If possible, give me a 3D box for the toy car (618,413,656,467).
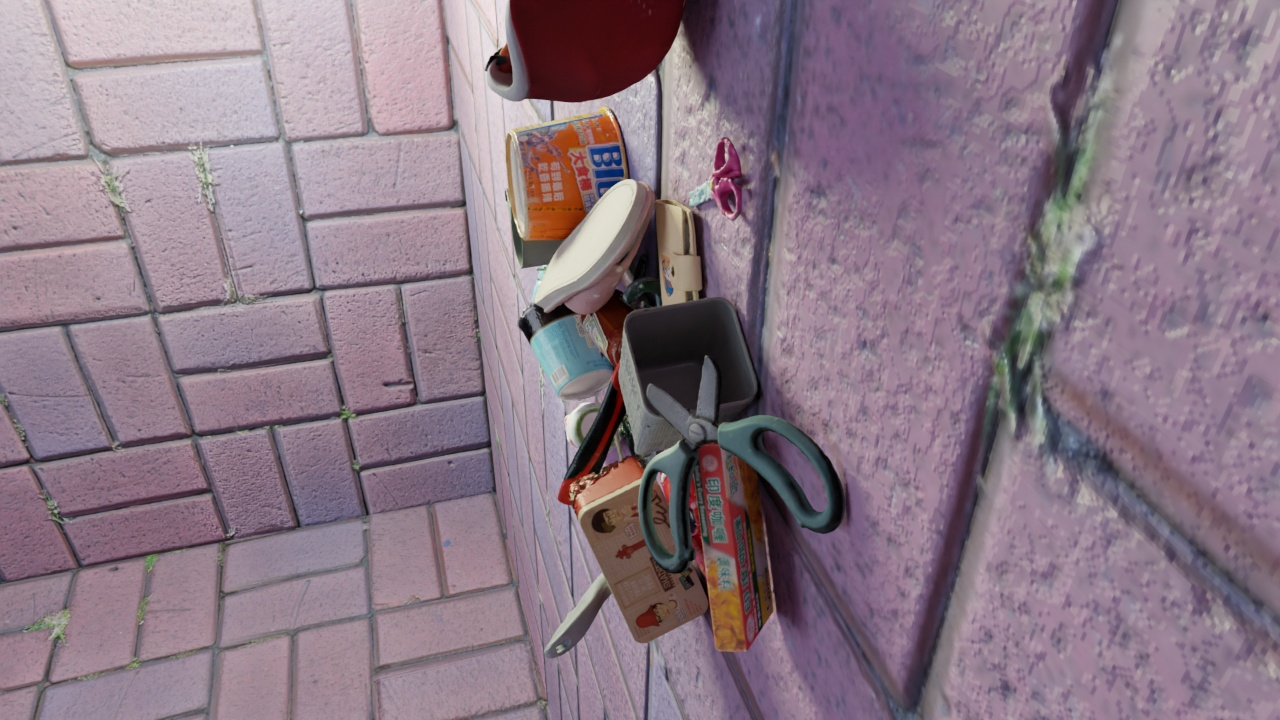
[{"bbox_3d":[-0.001,0.087,1.024,0.090,0.034,0.043,-112,22,-43],"label":"toy car"}]

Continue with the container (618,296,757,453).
[{"bbox_3d":[0.031,0.018,0.745,0.114,0.090,0.090,106,152,-66],"label":"container"}]

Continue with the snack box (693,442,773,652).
[{"bbox_3d":[0.071,0.132,0.699,0.076,0.027,0.156,-20,-77,-66],"label":"snack box"}]

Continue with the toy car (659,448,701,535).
[{"bbox_3d":[0.042,0.102,0.847,0.053,0.045,0.120,111,149,-61],"label":"toy car"}]

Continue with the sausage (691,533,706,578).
[{"bbox_3d":[0.058,0.182,0.884,0.156,0.020,0.020,-125,29,-61],"label":"sausage"}]

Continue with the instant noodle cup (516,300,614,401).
[{"bbox_3d":[-0.088,-0.016,1.189,0.111,0.111,0.120,109,140,-62],"label":"instant noodle cup"}]

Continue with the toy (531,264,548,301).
[{"bbox_3d":[-0.115,-0.089,1.263,0.161,0.050,0.156,-65,-16,2],"label":"toy"}]

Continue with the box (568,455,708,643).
[{"bbox_3d":[-0.006,0.185,0.916,0.168,0.091,0.079,68,172,-22],"label":"box"}]

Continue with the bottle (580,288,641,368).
[{"bbox_3d":[-0.040,-0.054,0.992,0.206,0.059,0.060,-132,35,-53],"label":"bottle"}]

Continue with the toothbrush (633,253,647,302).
[{"bbox_3d":[-0.012,-0.068,1.012,0.181,0.018,0.015,113,148,-63],"label":"toothbrush"}]

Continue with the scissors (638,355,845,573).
[{"bbox_3d":[0.057,0.092,0.635,0.174,0.019,0.170,32,120,31],"label":"scissors"}]

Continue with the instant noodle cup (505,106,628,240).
[{"bbox_3d":[-0.085,-0.200,1.017,0.151,0.111,0.151,170,91,-77],"label":"instant noodle cup"}]

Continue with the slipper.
[{"bbox_3d":[-0.043,-0.102,0.917,0.275,0.054,0.114,-25,43,65],"label":"slipper"}]

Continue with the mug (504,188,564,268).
[{"bbox_3d":[-0.108,-0.176,1.144,0.084,0.103,0.123,99,159,-51],"label":"mug"}]

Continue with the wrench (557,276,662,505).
[{"bbox_3d":[-0.027,0.039,0.916,0.016,0.056,0.274,-116,41,-55],"label":"wrench"}]

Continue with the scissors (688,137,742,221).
[{"bbox_3d":[0.054,-0.137,0.711,0.135,0.017,0.063,-153,56,-77],"label":"scissors"}]

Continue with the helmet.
[{"bbox_3d":[-0.035,-0.311,0.701,0.207,0.144,0.240,160,115,-75],"label":"helmet"}]

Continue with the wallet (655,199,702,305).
[{"bbox_3d":[0.034,-0.080,0.807,0.087,0.024,0.115,-138,43,-67],"label":"wallet"}]

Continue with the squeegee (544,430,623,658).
[{"bbox_3d":[-0.035,0.226,0.981,0.245,0.039,0.247,-53,-43,-54],"label":"squeegee"}]

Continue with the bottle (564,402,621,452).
[{"bbox_3d":[-0.070,0.090,1.246,0.197,0.068,0.068,166,95,-80],"label":"bottle"}]
